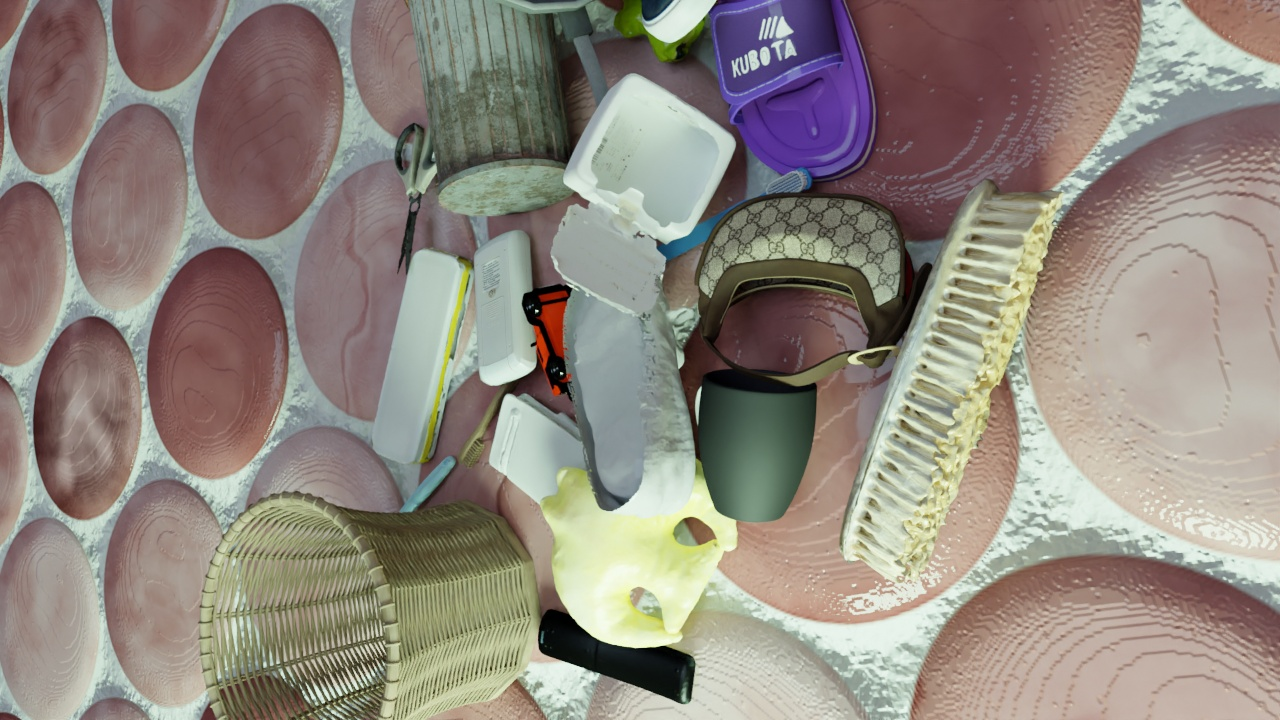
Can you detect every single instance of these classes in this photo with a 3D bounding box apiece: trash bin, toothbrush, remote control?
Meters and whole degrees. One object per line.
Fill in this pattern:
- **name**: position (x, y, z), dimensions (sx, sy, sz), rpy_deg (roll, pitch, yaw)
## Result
- **trash bin**: position (-0.129, -0.246, 0.796), dimensions (0.131, 0.130, 0.211), rpy_deg (-14, 81, 30)
- **toothbrush**: position (-0.227, 0.147, 0.898), dimensions (0.155, 0.016, 0.022), rpy_deg (-48, 55, 19)
- **toothbrush**: position (0.062, -0.108, 0.723), dimensions (0.167, 0.014, 0.016), rpy_deg (-24, 90, 36)
- **remote control**: position (-0.123, -0.048, 0.826), dimensions (0.060, 0.025, 0.138), rpy_deg (-20, 67, 38)
- **toothbrush**: position (-0.124, 0.030, 0.841), dimensions (0.016, 0.016, 0.167), rpy_deg (40, 108, 27)
- **remote control**: position (-0.023, 0.245, 0.763), dimensions (0.152, 0.020, 0.041), rpy_deg (8, 92, 30)

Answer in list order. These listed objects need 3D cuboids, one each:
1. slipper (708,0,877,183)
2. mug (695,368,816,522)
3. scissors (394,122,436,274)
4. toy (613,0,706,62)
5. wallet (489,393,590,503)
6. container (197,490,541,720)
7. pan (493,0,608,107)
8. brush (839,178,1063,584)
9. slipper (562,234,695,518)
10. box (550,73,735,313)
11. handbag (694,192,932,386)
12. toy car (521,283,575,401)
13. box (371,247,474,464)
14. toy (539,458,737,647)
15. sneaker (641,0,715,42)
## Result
- **slipper**: position (0.097, -0.266, 0.684), dimensions (0.107, 0.084, 0.266), rpy_deg (-13, 80, 30)
- **mug**: position (0.076, 0.060, 0.688), dimensions (0.119, 0.084, 0.100), rpy_deg (22, 112, 60)
- **scissors**: position (-0.212, -0.165, 0.891), dimensions (0.132, 0.012, 0.169), rpy_deg (-34, 58, 21)
- **toy**: position (0.018, -0.291, 0.763), dimensions (0.094, 0.036, 0.094), rpy_deg (4, 85, 38)
- **wallet**: position (-0.080, 0.085, 0.805), dimensions (0.116, 0.032, 0.086), rpy_deg (36, 116, 26)
- **container**: position (-0.220, 0.220, 0.782), dimensions (0.227, 0.195, 0.227), rpy_deg (-2, 86, 31)
- **pan**: position (-0.055, -0.276, 0.736), dimensions (0.178, 0.041, 0.357), rpy_deg (-20, 96, -14)
- **brush**: position (0.201, 0.015, 0.603), dimensions (0.057, 0.083, 0.271), rpy_deg (23, 98, 31)
- **slipper**: position (-0.004, 0.004, 0.712), dimensions (0.112, 0.074, 0.246), rpy_deg (-25, 56, 25)
- **box**: position (-0.008, -0.120, 0.698), dimensions (0.190, 0.110, 0.083), rpy_deg (-67, 14, -19)
- **handbag**: position (0.118, -0.047, 0.653), dimensions (0.167, 0.063, 0.138), rpy_deg (8, 74, 31)
- **toy car**: position (-0.066, -0.016, 0.785), dimensions (0.049, 0.051, 0.100), rpy_deg (-45, 64, 57)
- **box**: position (-0.210, -0.004, 0.889), dimensions (0.064, 0.033, 0.209), rpy_deg (17, 97, 29)
- **toy**: position (-0.008, 0.140, 0.735), dimensions (0.155, 0.064, 0.170), rpy_deg (32, 99, 14)
- **sneaker**: position (0.021, -0.384, 0.677), dimensions (0.121, 0.127, 0.294), rpy_deg (-11, 68, 55)
